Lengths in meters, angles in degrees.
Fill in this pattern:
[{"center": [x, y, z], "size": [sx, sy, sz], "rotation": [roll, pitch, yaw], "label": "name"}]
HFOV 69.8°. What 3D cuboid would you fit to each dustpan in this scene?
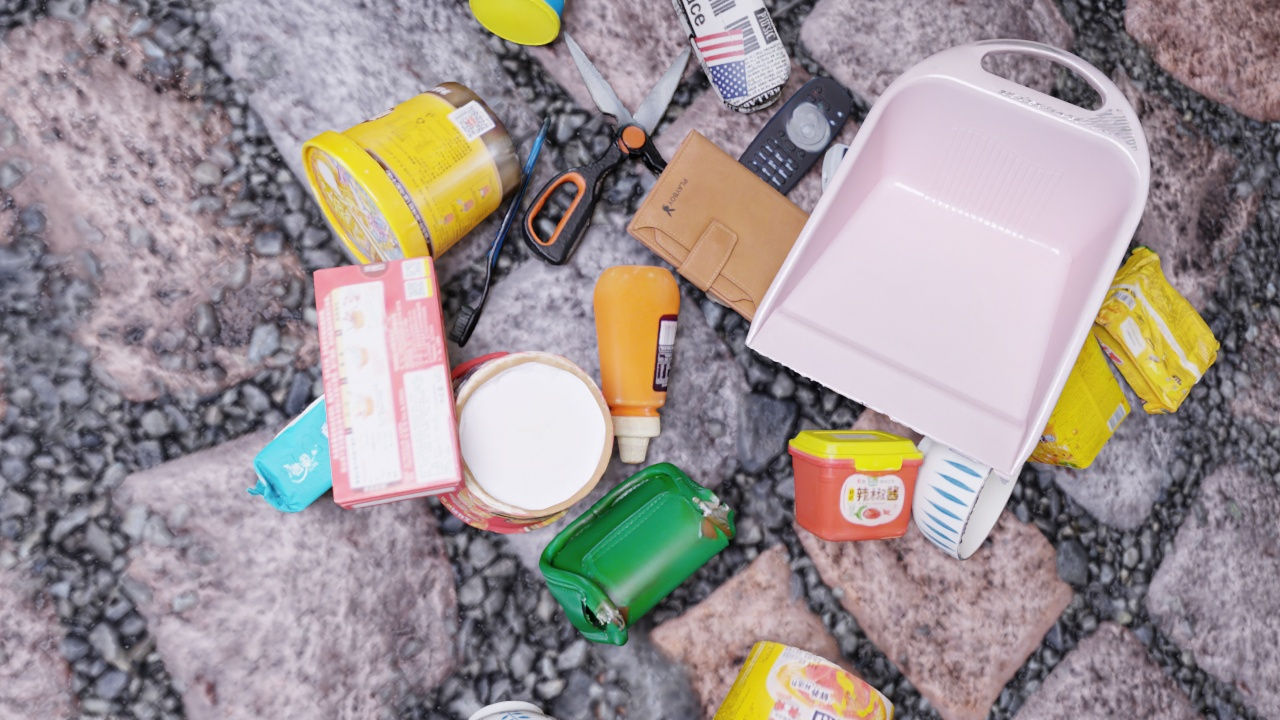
[{"center": [0.230, -0.092, 0.665], "size": [0.222, 0.139, 0.272], "rotation": [25, 65, 14], "label": "dustpan"}]

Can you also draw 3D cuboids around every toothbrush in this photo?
[{"center": [-0.106, -0.099, 0.697], "size": [0.016, 0.014, 0.189], "rotation": [20, 86, 3], "label": "toothbrush"}]

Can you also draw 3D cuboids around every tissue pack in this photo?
[{"center": [-0.203, 0.048, 0.621], "size": [0.133, 0.093, 0.050], "rotation": [-42, 99, -17], "label": "tissue pack"}]

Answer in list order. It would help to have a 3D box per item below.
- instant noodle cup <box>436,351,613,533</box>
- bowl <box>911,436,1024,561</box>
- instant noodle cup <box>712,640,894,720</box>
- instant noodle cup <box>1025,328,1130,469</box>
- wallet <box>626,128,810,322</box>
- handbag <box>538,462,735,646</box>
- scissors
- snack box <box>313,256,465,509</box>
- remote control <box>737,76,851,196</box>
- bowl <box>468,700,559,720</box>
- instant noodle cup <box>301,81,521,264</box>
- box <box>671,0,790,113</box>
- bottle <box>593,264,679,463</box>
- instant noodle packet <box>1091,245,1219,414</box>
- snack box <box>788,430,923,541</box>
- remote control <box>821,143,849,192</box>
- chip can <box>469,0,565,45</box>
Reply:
[{"center": [-0.085, 0.053, 0.644], "size": [0.137, 0.109, 0.138], "rotation": [2, 82, -15], "label": "instant noodle cup"}, {"center": [0.256, 0.095, 0.742], "size": [0.066, 0.116, 0.116], "rotation": [27, 71, 33], "label": "bowl"}, {"center": [0.113, 0.277, 0.661], "size": [0.138, 0.138, 0.109], "rotation": [34, 67, -9], "label": "instant noodle cup"}, {"center": [0.332, 0.019, 0.767], "size": [0.116, 0.116, 0.123], "rotation": [-47, 108, -16], "label": "instant noodle cup"}, {"center": [0.066, -0.105, 0.728], "size": [0.132, 0.031, 0.107], "rotation": [35, 75, -9], "label": "wallet"}, {"center": [-0.001, 0.135, 0.651], "size": [0.131, 0.120, 0.068], "rotation": [-38, 99, -19], "label": "handbag"}, {"center": [-0.010, -0.157, 0.739], "size": [0.220, 0.022, 0.233], "rotation": [-41, 95, -17], "label": "scissors"}, {"center": [-0.157, 0.011, 0.572], "size": [0.075, 0.025, 0.152], "rotation": [-10, 72, -7], "label": "snack box"}, {"center": [0.126, -0.183, 0.777], "size": [0.053, 0.024, 0.136], "rotation": [42, 77, -6], "label": "remote control"}, {"center": [-0.089, 0.275, 0.627], "size": [0.113, 0.114, 0.062], "rotation": [2, 39, -15], "label": "bowl"}, {"center": [-0.156, -0.129, 0.649], "size": [0.114, 0.119, 0.118], "rotation": [-41, 94, -24], "label": "instant noodle cup"}, {"center": [0.067, -0.284, 0.746], "size": [0.075, 0.082, 0.163], "rotation": [-23, 92, -11], "label": "box"}, {"center": [-0.004, 0.004, 0.700], "size": [0.066, 0.067, 0.149], "rotation": [1, 89, -15], "label": "bottle"}, {"center": [0.464, -0.027, 0.838], "size": [0.110, 0.044, 0.128], "rotation": [-41, 98, -23], "label": "instant noodle packet"}, {"center": [0.167, 0.098, 0.726], "size": [0.091, 0.082, 0.080], "rotation": [0, 96, -15], "label": "snack box"}, {"center": [0.226, -0.144, 0.792], "size": [0.150, 0.021, 0.058], "rotation": [9, 72, -20], "label": "remote control"}, {"center": [-0.070, -0.360, 0.724], "size": [0.071, 0.071, 0.210], "rotation": [18, 77, -12], "label": "chip can"}]
